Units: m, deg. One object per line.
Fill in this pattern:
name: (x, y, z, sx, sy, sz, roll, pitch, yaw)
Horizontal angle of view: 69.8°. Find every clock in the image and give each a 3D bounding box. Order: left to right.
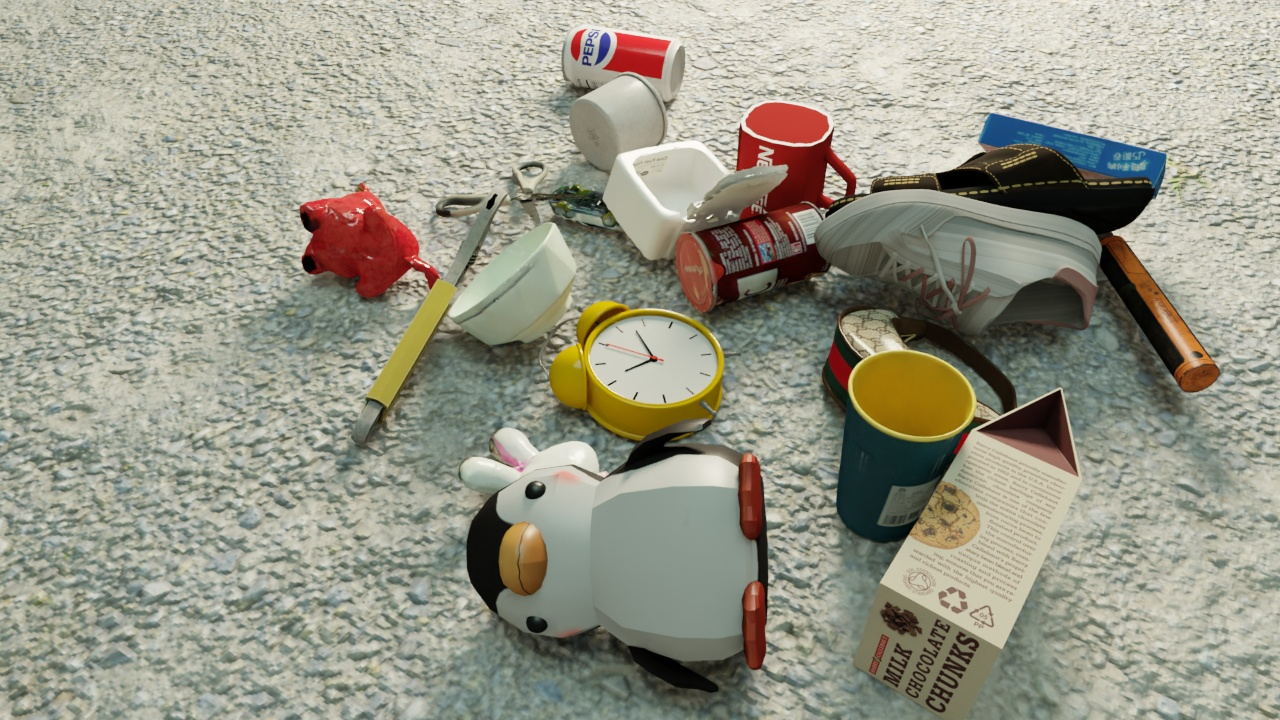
clock: (-0.004, 0.004, 0.724, 0.152, 0.052, 0.113, 17, 47, 11)

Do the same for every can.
can: (-0.019, -0.346, 1.065, 0.132, 0.070, 0.070, 14, 46, 14)

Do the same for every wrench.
wrench: (-0.171, -0.044, 0.763, 0.018, 0.084, 0.272, 27, 52, -7)

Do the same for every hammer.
hammer: (0.408, -0.086, 0.807, 0.138, 0.035, 0.313, 0, 40, 1)

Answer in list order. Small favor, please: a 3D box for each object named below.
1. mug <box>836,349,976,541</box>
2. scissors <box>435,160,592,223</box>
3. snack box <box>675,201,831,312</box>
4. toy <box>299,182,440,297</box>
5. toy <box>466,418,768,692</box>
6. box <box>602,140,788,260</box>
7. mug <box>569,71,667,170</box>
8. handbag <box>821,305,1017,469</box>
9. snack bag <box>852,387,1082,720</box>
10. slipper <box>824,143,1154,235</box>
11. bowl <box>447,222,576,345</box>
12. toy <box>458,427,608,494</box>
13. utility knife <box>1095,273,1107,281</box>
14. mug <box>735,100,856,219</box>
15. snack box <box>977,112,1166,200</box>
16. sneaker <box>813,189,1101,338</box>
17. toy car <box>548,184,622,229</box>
mug: (0.169, 0.063, 0.612, 0.078, 0.122, 0.078, 0, 44, 0)
scissors: (-0.121, -0.163, 0.902, 0.171, 0.013, 0.157, -3, 35, 13)
snack box: (0.100, -0.092, 0.806, 0.121, 0.072, 0.072, -17, 47, -18)
toy: (-0.229, -0.110, 0.830, 0.133, 0.088, 0.093, 25, 31, 7)
toy: (-0.013, 0.118, 0.573, 0.184, 0.140, 0.159, -2, 85, 11)
box: (0.054, -0.154, 0.815, 0.107, 0.132, 0.151, -19, 59, -28)
mug: (-0.032, -0.249, 0.969, 0.070, 0.084, 0.113, -37, 26, -28)
handbag: (0.225, 0.018, 0.705, 0.138, 0.063, 0.166, -7, 37, -22)
snack bag: (0.219, 0.111, 0.582, 0.070, 0.094, 0.205, 26, 50, 24)
slipper: (0.297, -0.146, 0.799, 0.268, 0.113, 0.075, -2, 75, 12)
bowl: (-0.097, -0.055, 0.761, 0.118, 0.061, 0.117, -36, 21, 16)
toy: (-0.065, 0.085, 0.651, 0.123, 0.038, 0.079, 18, 35, 18)
utility knife: (0.372, -0.071, 0.824, 0.141, 0.015, 0.022, -9, 44, -12)
mug: (0.150, -0.182, 0.878, 0.116, 0.097, 0.080, 19, 47, 18)
snack box: (0.396, -0.187, 0.842, 0.154, 0.033, 0.087, 23, 12, 26)
sneaker: (0.260, -0.068, 0.745, 0.236, 0.099, 0.089, 7, 59, 1)
toy car: (-0.047, -0.147, 0.893, 0.090, 0.027, 0.038, 15, 47, 18)
